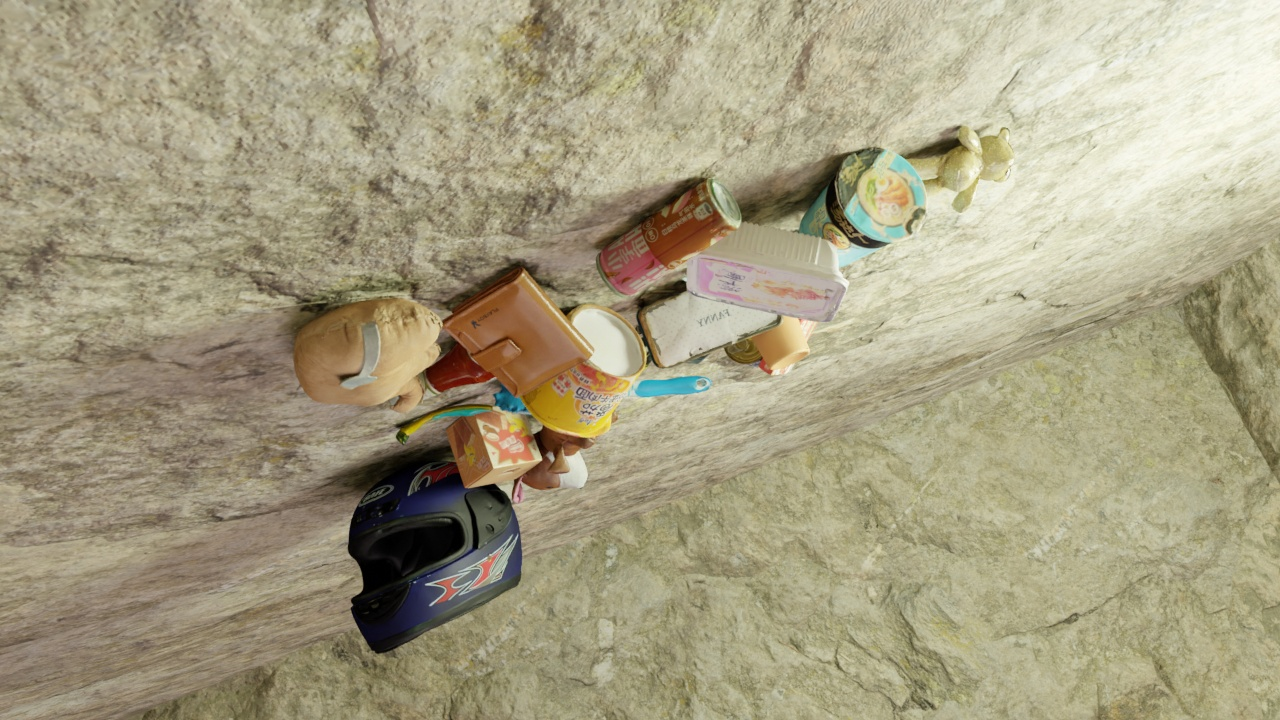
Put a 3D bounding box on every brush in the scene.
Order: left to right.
[{"bbox_3d":[-0.045,0.039,1.278,0.314,0.060,0.109,-6,169,-7],"label":"brush"}]

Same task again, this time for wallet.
[{"bbox_3d":[-0.127,-0.026,0.960,0.108,0.031,0.132,-29,128,14],"label":"wallet"}]

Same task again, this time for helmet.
[{"bbox_3d":[-0.329,0.279,1.405,0.248,0.240,0.314,-28,174,23],"label":"helmet"}]

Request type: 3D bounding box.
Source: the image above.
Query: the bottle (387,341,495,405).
[{"bbox_3d":[-0.195,0.002,1.035,0.206,0.059,0.059,-26,164,14],"label":"bottle"}]

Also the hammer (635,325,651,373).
[{"bbox_3d":[-0.008,0.008,1.348,0.126,0.032,0.324,-10,161,-36],"label":"hammer"}]

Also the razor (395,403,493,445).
[{"bbox_3d":[-0.265,0.080,1.243,0.132,0.028,0.043,-18,-173,-3],"label":"razor"}]

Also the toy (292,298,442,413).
[{"bbox_3d":[-0.268,0.006,0.909,0.143,0.082,0.226,-7,163,-14],"label":"toy"}]

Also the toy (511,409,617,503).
[{"bbox_3d":[-0.120,0.135,1.396,0.200,0.130,0.139,-44,177,28],"label":"toy"}]

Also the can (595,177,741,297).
[{"bbox_3d":[0.027,-0.122,0.922,0.148,0.058,0.057,-31,162,27],"label":"can"}]

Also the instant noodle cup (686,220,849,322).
[{"bbox_3d":[0.141,-0.103,1.020,0.173,0.060,0.138,14,165,6],"label":"instant noodle cup"}]

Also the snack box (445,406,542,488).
[{"bbox_3d":[-0.213,0.123,1.334,0.092,0.094,0.077,-4,156,-48],"label":"snack box"}]

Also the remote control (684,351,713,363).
[{"bbox_3d":[0.097,-0.032,1.354,0.056,0.019,0.135,8,151,-29],"label":"remote control"}]

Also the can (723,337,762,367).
[{"bbox_3d":[0.180,-0.027,1.402,0.075,0.075,0.111,-29,164,21],"label":"can"}]

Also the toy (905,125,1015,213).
[{"bbox_3d":[0.353,-0.219,1.051,0.157,0.066,0.105,-16,121,-10],"label":"toy"}]

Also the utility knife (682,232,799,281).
[{"bbox_3d":[0.159,-0.135,1.124,0.236,0.018,0.034,-20,166,-11],"label":"utility knife"}]

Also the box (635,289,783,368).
[{"bbox_3d":[0.080,-0.052,1.148,0.184,0.090,0.061,-19,-176,-2],"label":"box"}]

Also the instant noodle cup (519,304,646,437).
[{"bbox_3d":[-0.066,0.006,1.100,0.137,0.138,0.110,-6,150,-45],"label":"instant noodle cup"}]

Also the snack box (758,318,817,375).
[{"bbox_3d":[0.231,-0.050,1.341,0.075,0.025,0.153,-5,126,-60],"label":"snack box"}]

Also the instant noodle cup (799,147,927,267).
[{"bbox_3d":[0.237,-0.158,1.017,0.111,0.111,0.121,-16,169,-22],"label":"instant noodle cup"}]

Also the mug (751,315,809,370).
[{"bbox_3d":[0.173,-0.053,1.222,0.078,0.122,0.078,-20,165,-6],"label":"mug"}]
